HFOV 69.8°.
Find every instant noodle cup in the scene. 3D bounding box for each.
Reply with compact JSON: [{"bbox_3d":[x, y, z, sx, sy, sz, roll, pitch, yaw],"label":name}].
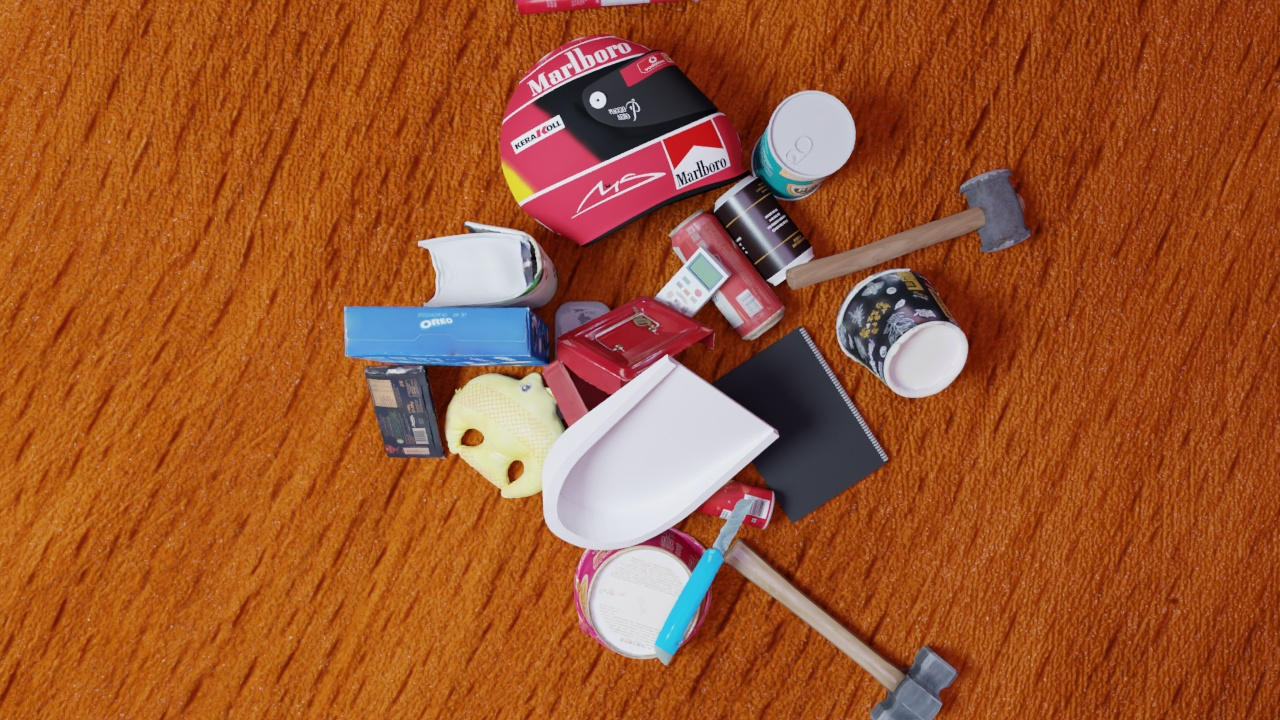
[{"bbox_3d":[0.003,0.294,1.145,0.178,0.077,0.178,0,90,0],"label":"instant noodle cup"},{"bbox_3d":[0.321,-0.027,1.104,0.137,0.112,0.137,-6,122,-10],"label":"instant noodle cup"}]

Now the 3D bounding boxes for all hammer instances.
[{"bbox_3d":[0.242,0.340,1.164,0.323,0.051,0.117,38,90,2],"label":"hammer"},{"bbox_3d":[0.331,-0.147,1.134,0.328,0.052,0.098,-20,91,-11],"label":"hammer"}]

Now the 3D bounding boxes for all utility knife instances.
[{"bbox_3d":[0.076,0.262,1.100,0.031,0.015,0.225,30,93,-3],"label":"utility knife"}]

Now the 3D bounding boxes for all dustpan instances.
[{"bbox_3d":[0.003,0.126,1.047,0.258,0.053,0.191,-37,129,26],"label":"dustpan"}]

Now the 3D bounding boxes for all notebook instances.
[{"bbox_3d":[0.201,0.082,1.178,0.149,0.016,0.206,-33,90,1],"label":"notebook"}]

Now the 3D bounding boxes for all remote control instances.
[{"bbox_3d":[0.052,-0.078,1.139,0.049,0.024,0.144,47,124,6],"label":"remote control"},{"bbox_3d":[-0.072,0.000,1.172,0.074,0.019,0.151,0,90,-1],"label":"remote control"}]

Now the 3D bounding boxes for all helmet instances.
[{"bbox_3d":[-0.035,-0.268,1.083,0.271,0.197,0.224,-25,98,0],"label":"helmet"}]

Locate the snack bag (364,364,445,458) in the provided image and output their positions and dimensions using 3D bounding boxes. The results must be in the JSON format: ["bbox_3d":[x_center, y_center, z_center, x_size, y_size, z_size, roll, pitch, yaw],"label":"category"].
[{"bbox_3d":[-0.288,0.065,1.126,0.074,0.018,0.155,0,131,0],"label":"snack bag"}]

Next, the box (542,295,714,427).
[{"bbox_3d":[-0.019,0.022,1.105,0.157,0.156,0.147,-27,48,-36],"label":"box"}]

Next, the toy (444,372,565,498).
[{"bbox_3d":[-0.164,0.085,1.153,0.170,0.064,0.155,39,101,7],"label":"toy"}]

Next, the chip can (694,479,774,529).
[{"bbox_3d":[0.059,0.161,1.158,0.215,0.052,0.052,15,90,-1],"label":"chip can"}]

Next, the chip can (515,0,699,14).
[{"bbox_3d":[-0.044,-0.477,1.147,0.233,0.073,0.073,-5,90,0],"label":"chip can"}]

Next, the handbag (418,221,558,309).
[{"bbox_3d":[-0.174,-0.104,1.084,0.142,0.198,0.096,-6,88,-2],"label":"handbag"}]

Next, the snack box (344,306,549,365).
[{"bbox_3d":[-0.211,-0.024,1.062,0.195,0.239,0.056,0,87,-1],"label":"snack box"}]

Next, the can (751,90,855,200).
[{"bbox_3d":[0.193,-0.256,1.112,0.099,0.144,0.099,0,90,-1],"label":"can"}]

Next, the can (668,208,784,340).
[{"bbox_3d":[0.108,-0.107,1.150,0.067,0.067,0.170,-37,91,-1],"label":"can"}]

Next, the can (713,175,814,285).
[{"bbox_3d":[0.154,-0.163,1.148,0.072,0.072,0.128,-37,90,-1],"label":"can"}]
